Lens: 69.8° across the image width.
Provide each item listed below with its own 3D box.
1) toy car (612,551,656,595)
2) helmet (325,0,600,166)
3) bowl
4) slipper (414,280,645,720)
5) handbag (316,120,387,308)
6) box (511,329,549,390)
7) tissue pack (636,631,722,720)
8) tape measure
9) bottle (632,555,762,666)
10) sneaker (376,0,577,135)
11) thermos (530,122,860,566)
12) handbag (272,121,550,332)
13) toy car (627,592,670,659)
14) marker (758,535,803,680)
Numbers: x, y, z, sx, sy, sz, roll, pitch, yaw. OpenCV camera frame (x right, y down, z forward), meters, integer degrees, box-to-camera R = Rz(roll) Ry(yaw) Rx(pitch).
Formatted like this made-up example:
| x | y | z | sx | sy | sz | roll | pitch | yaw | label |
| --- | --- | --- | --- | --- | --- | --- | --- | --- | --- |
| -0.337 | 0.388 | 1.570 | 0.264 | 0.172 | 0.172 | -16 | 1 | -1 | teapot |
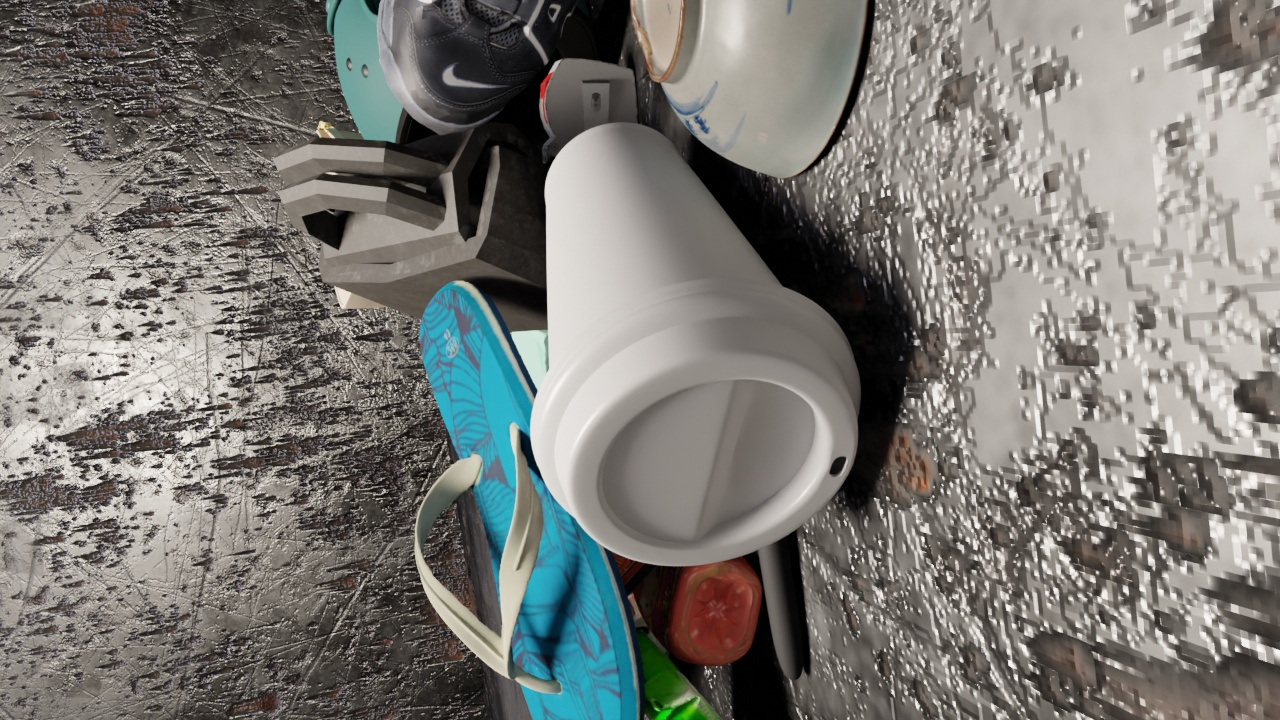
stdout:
| x | y | z | sx | sy | sz | roll | pitch | yaw | label |
| --- | --- | --- | --- | --- | --- | --- | --- | --- | --- |
| -0.008 | 0.090 | 0.530 | 0.190 | 0.056 | 0.081 | -58 | 14 | 36 | toy car |
| -0.124 | -0.254 | 0.651 | 0.276 | 0.176 | 0.200 | -48 | 56 | 56 | helmet |
| 0.032 | -0.150 | 0.378 | 0.151 | 0.056 | 0.150 | 170 | 90 | -73 | bowl |
| -0.076 | 0.095 | 0.505 | 0.118 | 0.060 | 0.294 | -31 | 76 | 44 | slipper |
| -0.189 | -0.147 | 0.785 | 0.102 | 0.194 | 0.197 | -49 | 58 | 44 | handbag |
| -0.118 | 0.028 | 0.999 | 0.139 | 0.052 | 0.187 | -137 | 42 | -55 | box |
| 0.034 | 0.212 | 0.520 | 0.114 | 0.034 | 0.099 | 53 | 168 | -15 | tissue pack |
| -0.032 | -0.158 | 0.581 | 0.020 | 0.060 | 0.062 | -146 | 53 | -68 | tape measure |
| 0.025 | 0.133 | 0.551 | 0.134 | 0.048 | 0.071 | -175 | 96 | -74 | bottle |
| -0.040 | -0.229 | 0.445 | 0.151 | 0.097 | 0.252 | 24 | 95 | 57 | sneaker |
| 0.007 | -0.026 | 0.427 | 0.221 | 0.131 | 0.132 | -107 | 17 | -50 | thermos |
| -0.131 | -0.091 | 0.584 | 0.198 | 0.199 | 0.102 | -1 | 76 | 43 | handbag |
| -0.017 | 0.211 | 0.676 | 0.094 | 0.071 | 0.192 | 50 | 156 | 38 | toy car |
| 0.067 | 0.093 | 0.453 | 0.015 | 0.018 | 0.134 | -173 | 72 | -71 | marker |
